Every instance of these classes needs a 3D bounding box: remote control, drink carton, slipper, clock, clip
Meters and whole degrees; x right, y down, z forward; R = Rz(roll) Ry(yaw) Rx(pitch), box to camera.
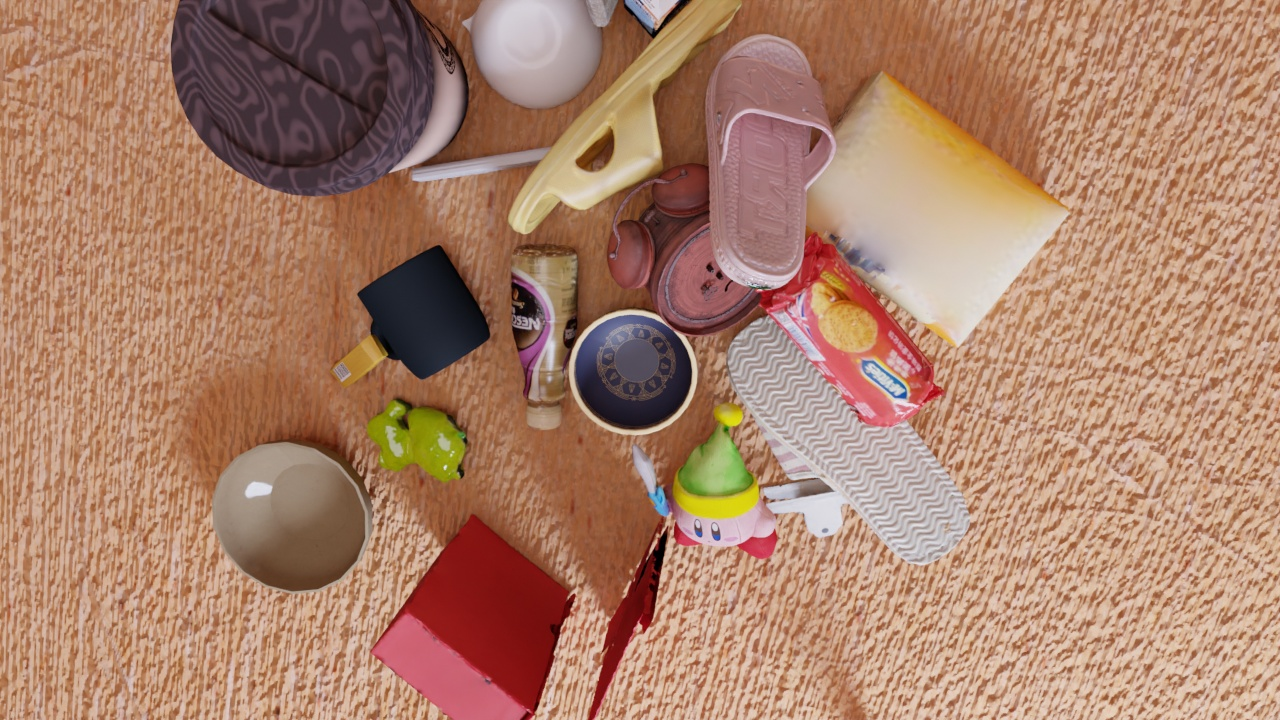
[{"bbox_3d":[-0.136,-0.173,0.811,0.131,0.033,0.012,-7,97,6],"label":"remote control"},{"bbox_3d":[0.021,-0.295,0.725,0.064,0.130,0.040,-42,101,9],"label":"drink carton"},{"bbox_3d":[0.181,0.071,0.825,0.115,0.052,0.263,-42,84,-4],"label":"slipper"},{"bbox_3d":[0.041,-0.094,0.764,0.121,0.072,0.157,-48,136,11],"label":"clock"},{"bbox_3d":[0.102,-0.171,0.714,0.094,0.065,0.238,14,64,-16],"label":"slipper"},{"bbox_3d":[-0.002,-0.194,0.767,0.078,0.099,0.263,42,98,-7],"label":"slipper"},{"bbox_3d":[0.169,0.138,0.859,0.102,0.056,0.056,-11,77,7],"label":"clip"}]

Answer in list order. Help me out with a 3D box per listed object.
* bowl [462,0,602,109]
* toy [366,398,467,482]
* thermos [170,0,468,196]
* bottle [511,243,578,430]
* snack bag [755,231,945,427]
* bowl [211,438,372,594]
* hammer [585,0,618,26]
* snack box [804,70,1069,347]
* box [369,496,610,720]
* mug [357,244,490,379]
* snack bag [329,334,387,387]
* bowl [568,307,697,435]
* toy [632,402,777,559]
[{"bbox_3d":[-0.091,-0.274,0.777,0.115,0.050,0.115,1,102,4],"label":"bowl"},{"bbox_3d":[-0.209,0.077,0.872,0.094,0.036,0.094,-22,93,14],"label":"toy"},{"bbox_3d":[-0.223,-0.217,0.709,0.173,0.226,0.173,1,102,4],"label":"thermos"},{"bbox_3d":[-0.087,-0.020,0.829,0.059,0.059,0.166,3,105,3],"label":"bottle"},{"bbox_3d":[0.169,-0.020,0.758,0.082,0.082,0.176,-40,105,11],"label":"snack bag"},{"bbox_3d":[-0.328,0.144,0.887,0.152,0.050,0.152,1,103,4],"label":"bowl"},{"bbox_3d":[-0.150,-0.351,0.751,0.301,0.037,0.157,4,74,11],"label":"hammer"},{"bbox_3d":[0.231,-0.124,0.772,0.195,0.080,0.145,35,103,-4],"label":"snack box"},{"bbox_3d":[-0.180,0.326,0.839,0.198,0.216,0.352,37,103,-4],"label":"box"},{"bbox_3d":[-0.203,-0.035,0.829,0.122,0.085,0.094,-25,101,37],"label":"mug"},{"bbox_3d":[-0.260,0.001,0.846,0.099,0.020,0.026,-29,99,47],"label":"snack bag"},{"bbox_3d":[-0.005,0.005,0.827,0.112,0.061,0.112,1,103,4],"label":"bowl"},{"bbox_3d":[0.063,0.109,0.823,0.124,0.096,0.131,9,141,25],"label":"toy"}]
